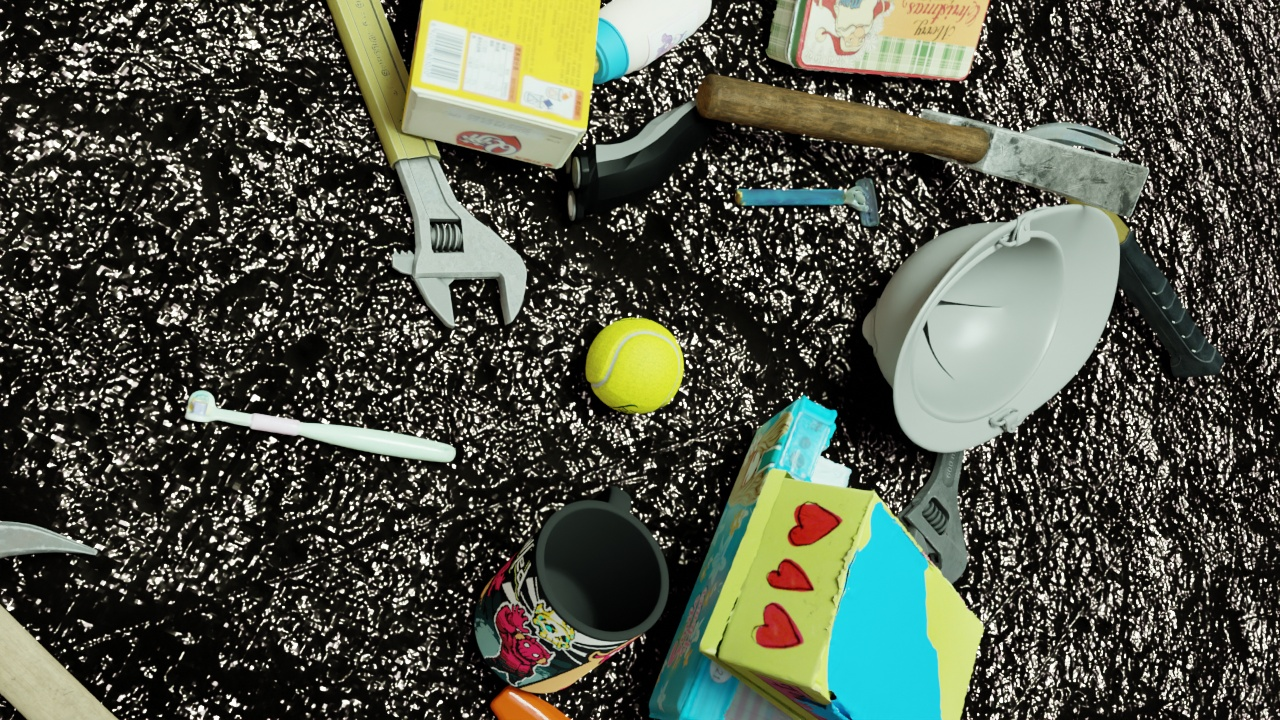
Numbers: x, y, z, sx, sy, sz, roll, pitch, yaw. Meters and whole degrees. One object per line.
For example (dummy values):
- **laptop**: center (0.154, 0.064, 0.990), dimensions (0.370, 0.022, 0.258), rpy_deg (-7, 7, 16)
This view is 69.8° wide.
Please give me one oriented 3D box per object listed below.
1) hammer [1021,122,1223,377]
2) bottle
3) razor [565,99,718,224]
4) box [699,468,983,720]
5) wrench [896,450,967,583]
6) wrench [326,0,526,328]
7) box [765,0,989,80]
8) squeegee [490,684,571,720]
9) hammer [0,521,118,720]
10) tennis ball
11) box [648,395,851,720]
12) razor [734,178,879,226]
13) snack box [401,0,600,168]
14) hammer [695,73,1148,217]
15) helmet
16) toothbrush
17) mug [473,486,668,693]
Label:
- **hammer**: center (0.463, -0.098, 0.876), dimensions (0.333, 0.118, 0.025), rpy_deg (44, 66, -21)
- **bottle**: center (-0.008, -0.239, 0.671), dimensions (0.145, 0.051, 0.051), rpy_deg (-42, 101, -28)
- **razor**: center (0.006, -0.152, 0.665), dimensions (0.155, 0.057, 0.060), rpy_deg (-28, 63, -29)
- **box**: center (0.135, 0.172, 0.577), dimensions (0.221, 0.081, 0.124), rpy_deg (43, 61, -41)
- **wrench**: center (0.269, 0.064, 0.785), dimensions (0.073, 0.018, 0.272), rpy_deg (28, 67, -20)
- **wrench**: center (-0.149, -0.147, 0.596), dimensions (0.083, 0.018, 0.273), rpy_deg (-21, 91, -30)
- **box**: center (0.206, -0.300, 0.769), dimensions (0.205, 0.049, 0.118), rpy_deg (-5, 121, -31)
- **squeegee**: center (-0.023, 0.271, 0.556), dimensions (0.250, 0.055, 0.185), rpy_deg (-43, 86, 5)
- **hammer**: center (-0.254, 0.219, 0.467), dimensions (0.119, 0.031, 0.331), rpy_deg (-44, 101, -27)
- **tennis ball**: center (-0.004, 0.004, 0.620), dimensions (0.065, 0.066, 0.065), rpy_deg (6, 78, -28)
- **box**: center (0.107, 0.156, 0.622), dimensions (0.121, 0.098, 0.226), rpy_deg (26, 68, -4)
- **razor**: center (0.140, -0.132, 0.749), dimensions (0.143, 0.022, 0.042), rpy_deg (-4, 81, -28)
- **snack box**: center (-0.082, -0.251, 0.596), dimensions (0.110, 0.062, 0.230), rpy_deg (9, 76, -18)
- **hammer**: center (0.194, -0.168, 0.686), dimensions (0.300, 0.217, 0.037), rpy_deg (2, 113, -26)
- **helmet**: center (0.261, -0.041, 0.746), dimensions (0.270, 0.118, 0.183), rpy_deg (-24, 121, -27)
- **toothbrush**: center (-0.185, 0.042, 0.544), dimensions (0.154, 0.015, 0.022), rpy_deg (14, 42, -25)
- **mug**: center (-0.038, 0.128, 0.553), dimensions (0.082, 0.098, 0.117), rpy_deg (31, 45, -9)
